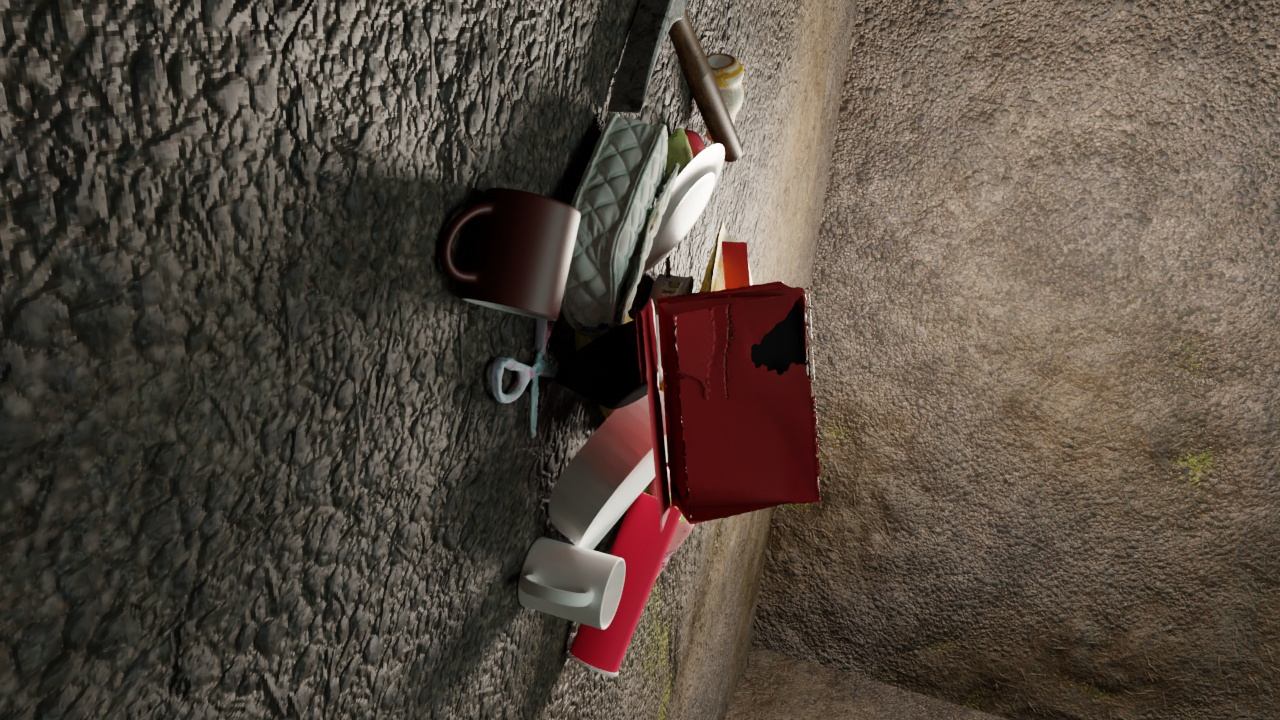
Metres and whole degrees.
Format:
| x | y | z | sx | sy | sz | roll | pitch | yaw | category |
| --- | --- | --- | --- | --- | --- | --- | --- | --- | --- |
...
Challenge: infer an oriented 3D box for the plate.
| x | y | z | sx | sy | sz | roll | pitch | yaw | category |
| --- | --- | --- | --- | --- | --- | --- | --- | --- | --- |
| 0.051 | -0.177 | 1.090 | 0.178 | 0.012 | 0.179 | -50 | 168 | -16 | plate |

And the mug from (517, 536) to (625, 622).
| x | y | z | sx | sy | sz | roll | pitch | yaw | category |
| --- | --- | --- | --- | --- | --- | --- | --- | --- | --- |
| -0.075 | 0.228 | 0.931 | 0.110 | 0.090 | 0.074 | 15 | 87 | -75 | mug |

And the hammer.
| x | y | z | sx | sy | sz | roll | pitch | yaw | category |
| --- | --- | --- | --- | --- | --- | --- | --- | --- | --- |
| 0.057 | -0.287 | 1.032 | 0.300 | 0.037 | 0.217 | 50 | 53 | -59 | hammer |

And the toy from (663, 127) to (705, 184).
| x | y | z | sx | sy | sz | roll | pitch | yaw | category |
| --- | --- | --- | --- | --- | --- | --- | --- | --- | --- |
| 0.058 | -0.239 | 1.139 | 0.135 | 0.045 | 0.091 | 0 | 95 | -70 | toy |

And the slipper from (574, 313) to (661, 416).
| x | y | z | sx | sy | sz | roll | pitch | yaw | category |
| --- | --- | --- | --- | --- | --- | --- | --- | --- | --- |
| -0.006 | 0.006 | 1.039 | 0.263 | 0.078 | 0.099 | 64 | 41 | -63 | slipper |

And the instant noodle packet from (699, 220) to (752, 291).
| x | y | z | sx | sy | sz | roll | pitch | yaw | category |
| --- | --- | --- | --- | --- | --- | --- | --- | --- | --- |
| 0.097 | -0.055 | 1.163 | 0.222 | 0.084 | 0.162 | 72 | 31 | -68 | instant noodle packet |

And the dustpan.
| x | y | z | sx | sy | sz | roll | pitch | yaw | category |
| --- | --- | --- | --- | --- | --- | --- | --- | --- | --- |
| -0.023 | 0.120 | 1.027 | 0.191 | 0.053 | 0.258 | -49 | 170 | -7 | dustpan |

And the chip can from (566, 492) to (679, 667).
| x | y | z | sx | sy | sz | roll | pitch | yaw | category |
| --- | --- | --- | --- | --- | --- | --- | --- | --- | --- |
| -0.017 | 0.278 | 1.156 | 0.220 | 0.069 | 0.069 | -67 | 163 | -8 | chip can |

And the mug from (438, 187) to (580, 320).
| x | y | z | sx | sy | sz | roll | pitch | yaw | category |
| --- | --- | --- | --- | --- | --- | --- | --- | --- | --- |
| -0.100 | -0.081 | 0.670 | 0.105 | 0.073 | 0.082 | 14 | 87 | -45 | mug |

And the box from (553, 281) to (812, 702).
| x | y | z | sx | sy | sz | roll | pitch | yaw | category |
| --- | --- | --- | --- | --- | --- | --- | --- | --- | --- |
| 0.048 | 0.074 | 0.743 | 0.373 | 0.148 | 0.213 | -42 | 130 | -64 | box |

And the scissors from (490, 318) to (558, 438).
| x | y | z | sx | sy | sz | roll | pitch | yaw | category |
| --- | --- | --- | --- | --- | --- | --- | --- | --- | --- |
| -0.099 | -0.001 | 0.822 | 0.175 | 0.013 | 0.171 | -49 | 150 | -66 | scissors |

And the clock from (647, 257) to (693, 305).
| x | y | z | sx | sy | sz | roll | pitch | yaw | category |
| --- | --- | --- | --- | --- | --- | --- | --- | --- | --- |
| 0.033 | -0.048 | 1.170 | 0.104 | 0.056 | 0.147 | 66 | 40 | -78 | clock |

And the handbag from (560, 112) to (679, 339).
| x | y | z | sx | sy | sz | roll | pitch | yaw | category |
| --- | --- | --- | --- | --- | --- | --- | --- | --- | --- |
| -0.018 | -0.129 | 0.875 | 0.139 | 0.072 | 0.194 | 92 | 13 | -55 | handbag |

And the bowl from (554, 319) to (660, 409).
| x | y | z | sx | sy | sz | roll | pitch | yaw | category |
| --- | --- | --- | --- | --- | --- | --- | --- | --- | --- |
| -0.016 | 0.012 | 0.887 | 0.052 | 0.124 | 0.124 | 60 | 8 | 14 | bowl |

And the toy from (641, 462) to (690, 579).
| x | y | z | sx | sy | sz | roll | pitch | yaw | category |
| --- | --- | --- | --- | --- | --- | --- | --- | --- | --- |
| 0.021 | 0.243 | 1.295 | 0.191 | 0.097 | 0.237 | -33 | 144 | -65 | toy |

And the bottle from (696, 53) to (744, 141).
| x | y | z | sx | sy | sz | roll | pitch | yaw | category |
| --- | --- | --- | --- | --- | --- | --- | --- | --- | --- |
| 0.102 | -0.338 | 1.190 | 0.109 | 0.063 | 0.063 | 86 | 22 | -45 | bottle |
